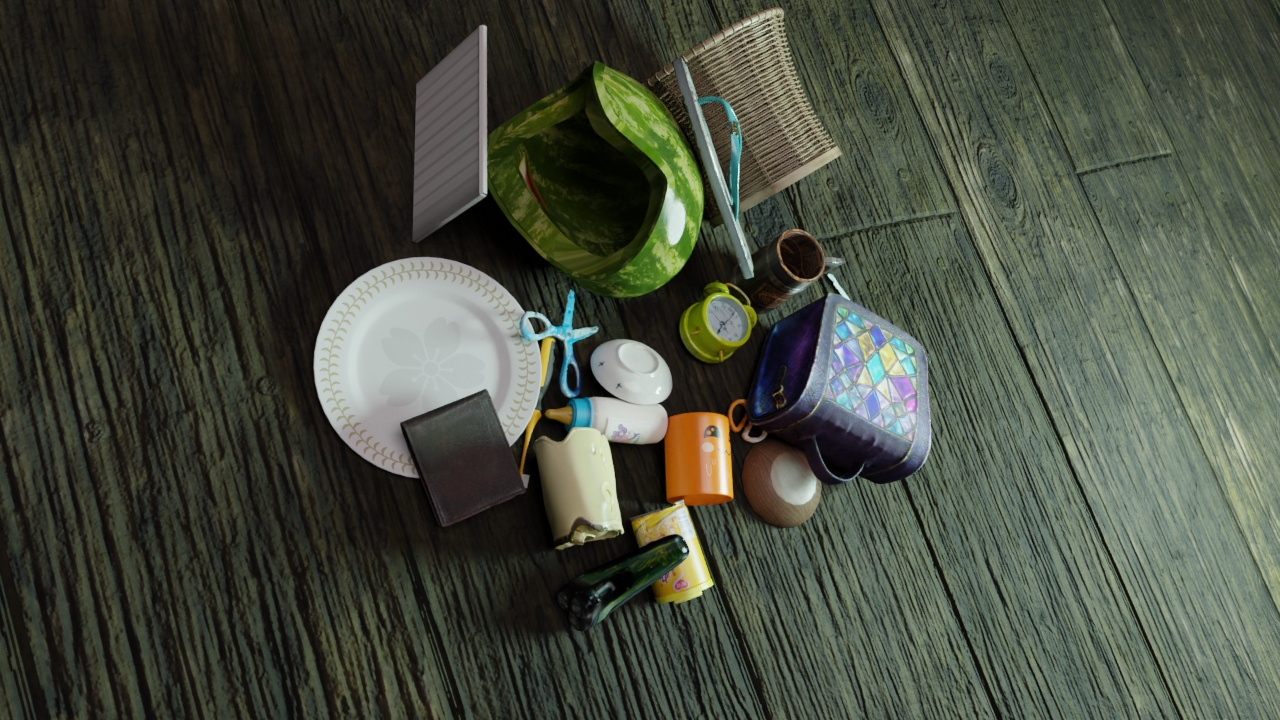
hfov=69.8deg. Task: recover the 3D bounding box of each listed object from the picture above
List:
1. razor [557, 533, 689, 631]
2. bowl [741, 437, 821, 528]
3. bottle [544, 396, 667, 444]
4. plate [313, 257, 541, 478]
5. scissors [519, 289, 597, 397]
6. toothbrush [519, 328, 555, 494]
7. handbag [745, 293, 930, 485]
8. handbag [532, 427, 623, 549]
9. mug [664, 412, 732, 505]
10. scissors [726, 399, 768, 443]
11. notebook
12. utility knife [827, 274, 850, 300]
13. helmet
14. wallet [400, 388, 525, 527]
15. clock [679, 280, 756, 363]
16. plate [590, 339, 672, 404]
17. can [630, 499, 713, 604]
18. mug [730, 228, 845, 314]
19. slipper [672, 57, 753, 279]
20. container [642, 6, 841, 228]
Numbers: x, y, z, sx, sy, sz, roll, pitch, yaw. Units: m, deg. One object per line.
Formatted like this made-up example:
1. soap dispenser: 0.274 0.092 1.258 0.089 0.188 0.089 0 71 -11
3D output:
1. razor: -0.016 0.235 0.984 0.151 0.067 0.054 -30 86 6
2. bowl: 0.186 0.151 1.159 0.117 0.030 0.117 9 69 -24
3. bottle: -0.041 0.068 1.060 0.146 0.051 0.051 7 70 -25
4. plate: -0.226 0.007 0.995 0.242 0.016 0.242 4 78 -21
5. scissors: -0.087 -0.018 1.063 0.133 0.011 0.137 -14 89 -57
6. toothbrush: -0.122 0.055 1.038 0.031 0.031 0.196 13 71 -13
7. handbag: 0.255 0.052 1.165 0.204 0.126 0.221 26 59 -22
8. handbag: -0.066 0.139 0.984 0.081 0.111 0.119 -12 76 -2
9. mug: 0.077 0.122 1.097 0.112 0.078 0.095 25 58 -53
10. scissors: 0.158 0.051 1.190 0.064 0.013 0.127 42 60 -8
11. notebook: -0.215 -0.253 1.031 0.009 0.143 0.209 13 66 -41
12. utility knife: 0.319 -0.049 1.308 0.022 0.015 0.181 -36 88 -35
13. helmet: -0.037 -0.199 1.055 0.247 0.214 0.242 55 23 -17
14. wallet: -0.187 0.103 0.968 0.099 0.031 0.120 -22 91 -22
15. clock: 0.102 -0.051 1.172 0.083 0.057 0.118 40 53 -9
16. plate: -0.006 0.006 1.088 0.104 0.026 0.104 15 39 -13
17. can: 0.035 0.218 1.038 0.067 0.068 0.105 -13 79 -30
18. mug: 0.196 -0.117 1.212 0.115 0.107 0.080 -2 73 -28
19. slipper: 0.101 -0.219 1.057 0.098 0.055 0.269 -81 152 -64
20. container: 0.128 -0.304 1.184 0.226 0.227 0.196 -34 97 -32
